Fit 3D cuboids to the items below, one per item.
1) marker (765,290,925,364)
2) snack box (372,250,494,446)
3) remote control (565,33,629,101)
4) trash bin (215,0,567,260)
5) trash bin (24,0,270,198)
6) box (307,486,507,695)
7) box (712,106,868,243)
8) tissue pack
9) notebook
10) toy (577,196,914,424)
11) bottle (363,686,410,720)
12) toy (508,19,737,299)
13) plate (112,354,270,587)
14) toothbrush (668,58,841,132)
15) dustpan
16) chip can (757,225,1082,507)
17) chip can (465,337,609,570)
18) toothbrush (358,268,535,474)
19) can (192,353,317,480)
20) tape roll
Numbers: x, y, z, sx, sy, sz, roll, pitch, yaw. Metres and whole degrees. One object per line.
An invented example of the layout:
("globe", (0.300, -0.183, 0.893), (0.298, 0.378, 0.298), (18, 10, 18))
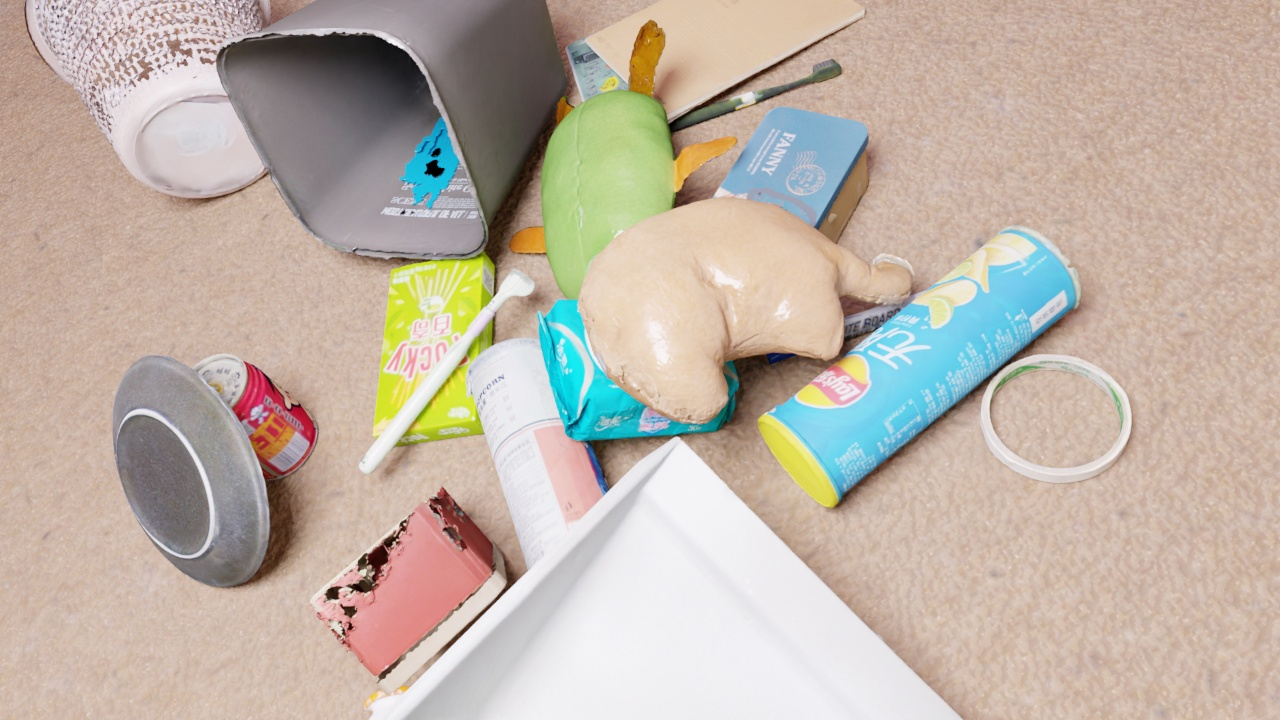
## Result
("marker", (0.158, -0.027, 0.645), (0.146, 0.017, 0.016), (-19, 55, 6))
("snack box", (-0.161, -0.011, 0.729), (0.086, 0.026, 0.156), (-9, 60, 13))
("remote control", (-0.030, -0.256, 0.849), (0.056, 0.019, 0.135), (-20, 55, 5))
("trash bin", (-0.183, -0.225, 0.767), (0.199, 0.199, 0.219), (6, 45, 23))
("trash bin", (-0.451, -0.277, 0.899), (0.227, 0.227, 0.192), (-30, 67, -2))
("box", (-0.139, 0.123, 0.547), (0.091, 0.168, 0.080), (-42, 92, -11))
("box", (0.106, -0.111, 0.689), (0.090, 0.061, 0.184), (19, 68, 26))
("tissue pack", (-0.004, 0.004, 0.626), (0.133, 0.050, 0.093), (-3, 50, -24))
("notebook", (0.073, -0.304, 0.839), (0.211, 0.012, 0.149), (-30, 54, -9))
("toy", (0.070, -0.049, 0.581), (0.225, 0.083, 0.143), (-24, 69, -18))
("bottle", (-0.140, 0.250, 0.539), (0.063, 0.063, 0.108), (-20, 55, 5))
("toy", (-0.024, -0.138, 0.728), (0.228, 0.090, 0.246), (-22, 58, 37))
("plate", (-0.333, 0.085, 0.657), (0.179, 0.180, 0.024), (19, 26, 27))
("toothbrush", (0.083, -0.226, 0.798), (0.186, 0.012, 0.017), (-18, 49, 7))
("dustpan", (-0.011, 0.204, 0.439), (0.222, 0.142, 0.258), (44, 99, 16))
("chip can", (0.178, 0.002, 0.587), (0.210, 0.071, 0.071), (-38, 55, -7))
("chip can", (-0.057, 0.086, 0.611), (0.071, 0.071, 0.214), (-26, 55, 1))
("toothbrush", (-0.145, 0.008, 0.687), (0.029, 0.020, 0.189), (29, 74, 33))
("can", (-0.301, 0.044, 0.704), (0.066, 0.094, 0.066), (-8, 57, 13))
("tape roll", (0.259, 0.035, 0.574), (0.086, 0.014, 0.085), (-9, 57, 13))
